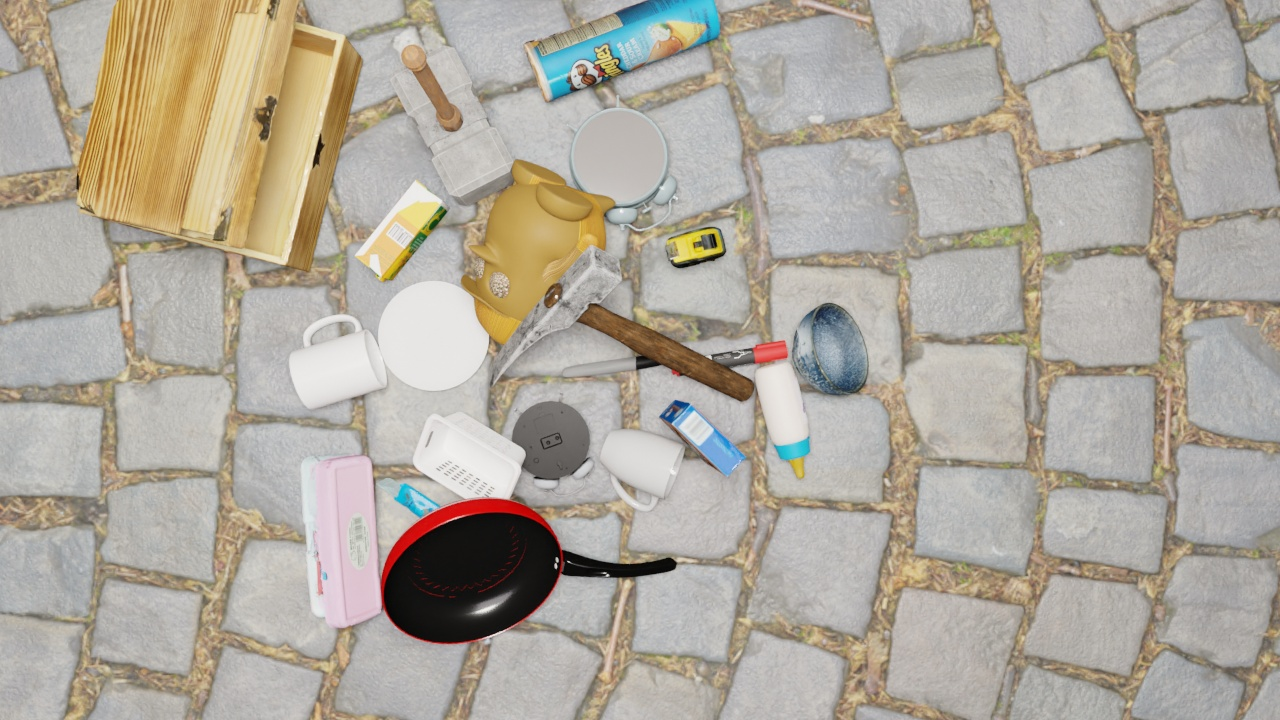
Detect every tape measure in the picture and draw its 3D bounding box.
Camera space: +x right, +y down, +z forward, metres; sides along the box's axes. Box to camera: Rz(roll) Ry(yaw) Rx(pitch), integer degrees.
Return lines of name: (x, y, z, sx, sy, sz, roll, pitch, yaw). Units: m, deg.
tape measure: (0.067, -0.136, 1.115, 0.072, 0.071, 0.042, -17, 87, 4)

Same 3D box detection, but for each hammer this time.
hammer: (-0.213, -0.276, 0.976, 0.083, 0.317, 0.162, -28, 92, -3)
hammer: (-0.006, 0.006, 1.087, 0.300, 0.037, 0.218, 25, 127, -31)

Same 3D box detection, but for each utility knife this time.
utility knife: (-0.251, 0.196, 1.133, 0.173, 0.015, 0.031, 35, 84, -1)

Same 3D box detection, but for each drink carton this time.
drink carton: (-0.287, -0.152, 1.104, 0.041, 0.058, 0.122, 38, 89, -3)

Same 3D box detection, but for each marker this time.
marker: (-0.029, 0.004, 1.142, 0.138, 0.016, 0.022, -7, 60, -2)
marker: (0.110, -0.002, 1.144, 0.145, 0.021, 0.023, -9, 99, -3)

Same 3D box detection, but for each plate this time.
plate: (-0.254, -0.030, 1.131, 0.134, 0.011, 0.134, 0, 91, -3)

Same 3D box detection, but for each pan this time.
pan: (-0.128, 0.244, 1.096, 0.355, 0.067, 0.209, -1, 123, -24)

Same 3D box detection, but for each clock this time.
clock: (-0.020, -0.235, 1.123, 0.122, 0.045, 0.159, -30, 91, -1)
clock: (-0.105, 0.107, 1.129, 0.094, 0.035, 0.122, -20, 92, -2)

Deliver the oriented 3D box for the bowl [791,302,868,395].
bowl: (0.222, -0.008, 1.123, 0.114, 0.061, 0.114, 17, 65, -40)

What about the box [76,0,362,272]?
box: (-0.490, -0.270, 1.021, 0.257, 0.215, 0.279, 14, 92, -1)

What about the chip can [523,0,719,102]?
chip can: (-0.023, -0.385, 1.106, 0.229, 0.080, 0.080, -21, 92, -3)

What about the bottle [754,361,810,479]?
bottle: (0.181, 0.076, 1.133, 0.051, 0.051, 0.146, -15, 91, -3)

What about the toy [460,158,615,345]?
toy: (-0.132, -0.113, 1.068, 0.162, 0.198, 0.204, 10, 115, -39)

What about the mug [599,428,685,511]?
mug: (-0.004, 0.135, 1.124, 0.089, 0.071, 0.107, 20, 119, 11)

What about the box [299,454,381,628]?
box: (-0.372, 0.214, 1.110, 0.095, 0.087, 0.202, -4, 91, 31)

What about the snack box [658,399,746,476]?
snack box: (0.070, 0.088, 1.078, 0.087, 0.151, 0.034, 45, 87, -3)

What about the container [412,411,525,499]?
container: (-0.199, 0.117, 1.097, 0.129, 0.049, 0.081, 30, 116, 9)

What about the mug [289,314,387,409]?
mug: (-0.365, -0.005, 1.103, 0.090, 0.074, 0.110, -17, 66, -3)
